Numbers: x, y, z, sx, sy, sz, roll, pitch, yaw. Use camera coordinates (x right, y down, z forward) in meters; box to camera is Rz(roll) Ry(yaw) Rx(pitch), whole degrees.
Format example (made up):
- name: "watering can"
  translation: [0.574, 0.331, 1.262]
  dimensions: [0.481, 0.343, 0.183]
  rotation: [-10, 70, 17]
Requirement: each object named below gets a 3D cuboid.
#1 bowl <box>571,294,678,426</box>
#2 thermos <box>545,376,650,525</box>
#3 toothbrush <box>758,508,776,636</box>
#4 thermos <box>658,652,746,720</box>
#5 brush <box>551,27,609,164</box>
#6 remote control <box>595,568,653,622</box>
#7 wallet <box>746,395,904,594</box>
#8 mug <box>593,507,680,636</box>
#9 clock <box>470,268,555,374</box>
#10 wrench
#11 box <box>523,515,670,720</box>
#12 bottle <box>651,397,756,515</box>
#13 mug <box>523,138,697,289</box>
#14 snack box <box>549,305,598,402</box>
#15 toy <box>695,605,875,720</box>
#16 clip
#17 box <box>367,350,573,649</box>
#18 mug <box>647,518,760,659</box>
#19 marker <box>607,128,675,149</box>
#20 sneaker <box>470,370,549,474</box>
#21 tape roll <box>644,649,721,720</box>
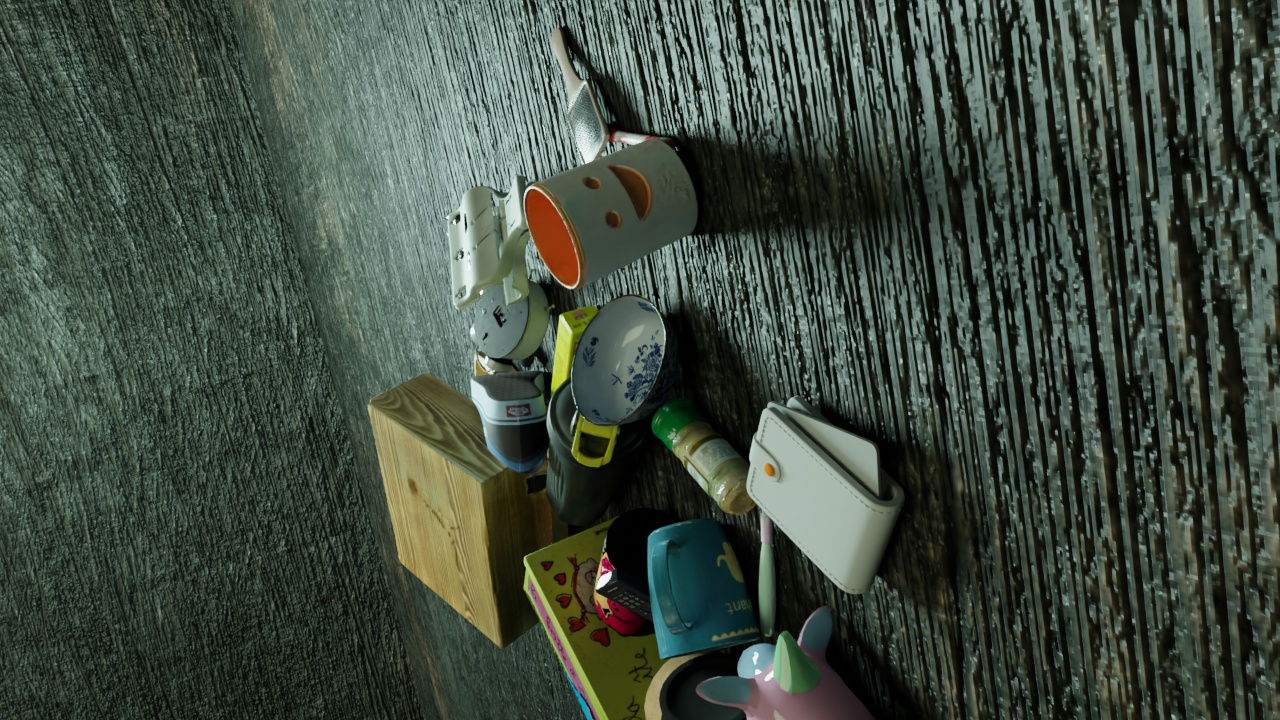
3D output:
- name: "bowl"
  translation: [-0.005, 0.005, 0.781]
  dimensions: [0.115, 0.045, 0.114]
  rotation: [-20, 62, 41]
- name: "thermos"
  translation: [-0.050, 0.091, 0.902]
  dimensions: [0.098, 0.098, 0.221]
  rotation: [61, 156, 24]
- name: "toothbrush"
  translation: [0.100, 0.157, 0.723]
  dimensions: [0.015, 0.022, 0.155]
  rotation: [-100, 5, -63]
- name: "thermos"
  translation: [0.081, 0.356, 0.785]
  dimensions: [0.086, 0.086, 0.199]
  rotation: [26, 136, 57]
- name: "brush"
  translation: [-0.059, -0.231, 0.786]
  dimensions: [0.050, 0.015, 0.135]
  rotation: [-48, 55, 53]
- name: "remote control"
  translation: [0.021, 0.222, 0.818]
  dimensions: [0.032, 0.136, 0.015]
  rotation: [-34, 34, 35]
- name: "wallet"
  translation: [0.121, 0.076, 0.608]
  dimensions: [0.118, 0.037, 0.115]
  rotation: [46, 143, 38]
- name: "mug"
  translation: [0.016, 0.210, 0.866]
  dimensions: [0.118, 0.081, 0.098]
  rotation: [30, 138, 17]
- name: "clock"
  translation: [-0.148, -0.039, 1.022]
  dimensions: [0.123, 0.035, 0.094]
  rotation: [-51, 52, 26]
- name: "wrench"
  translation: [-0.195, -0.092, 1.154]
  dimensions: [0.273, 0.022, 0.074]
  rotation: [55, 142, 34]
- name: "box"
  translation: [-0.020, 0.280, 0.920]
  dimensions: [0.221, 0.124, 0.079]
  rotation: [57, 153, 32]
- name: "bottle"
  translation: [0.054, 0.076, 0.738]
  dimensions: [0.111, 0.043, 0.043]
  rotation: [47, 144, 41]
- name: "mug"
  translation: [-0.022, -0.111, 0.686]
  dimensions: [0.082, 0.105, 0.082]
  rotation: [49, 155, 32]
- name: "snack box"
  translation: [-0.065, 0.009, 0.936]
  dimensions: [0.029, 0.040, 0.148]
  rotation: [54, 149, 33]
- name: "toy"
  translation: [0.122, 0.297, 0.670]
  dimensions: [0.171, 0.120, 0.223]
  rotation: [51, 152, 30]
- name: "clip"
  translation: [-0.138, -0.130, 0.971]
  dimensions: [0.152, 0.101, 0.126]
  rotation: [-26, 63, 29]
- name: "box"
  translation: [-0.183, 0.171, 1.168]
  dimensions: [0.251, 0.191, 0.280]
  rotation: [29, 132, 36]
- name: "mug"
  translation: [0.041, 0.187, 0.759]
  dimensions: [0.112, 0.085, 0.104]
  rotation: [28, -134, -60]
- name: "marker"
  translation: [-0.012, -0.180, 0.745]
  dimensions: [0.142, 0.012, 0.013]
  rotation: [30, 131, 55]
- name: "sneaker"
  translation: [-0.142, 0.069, 1.012]
  dimensions: [0.241, 0.083, 0.098]
  rotation: [-137, 44, -77]
- name: "tape roll"
  translation: [0.051, 0.305, 0.823]
  dimensions: [0.027, 0.093, 0.094]
  rotation: [26, 128, 57]
